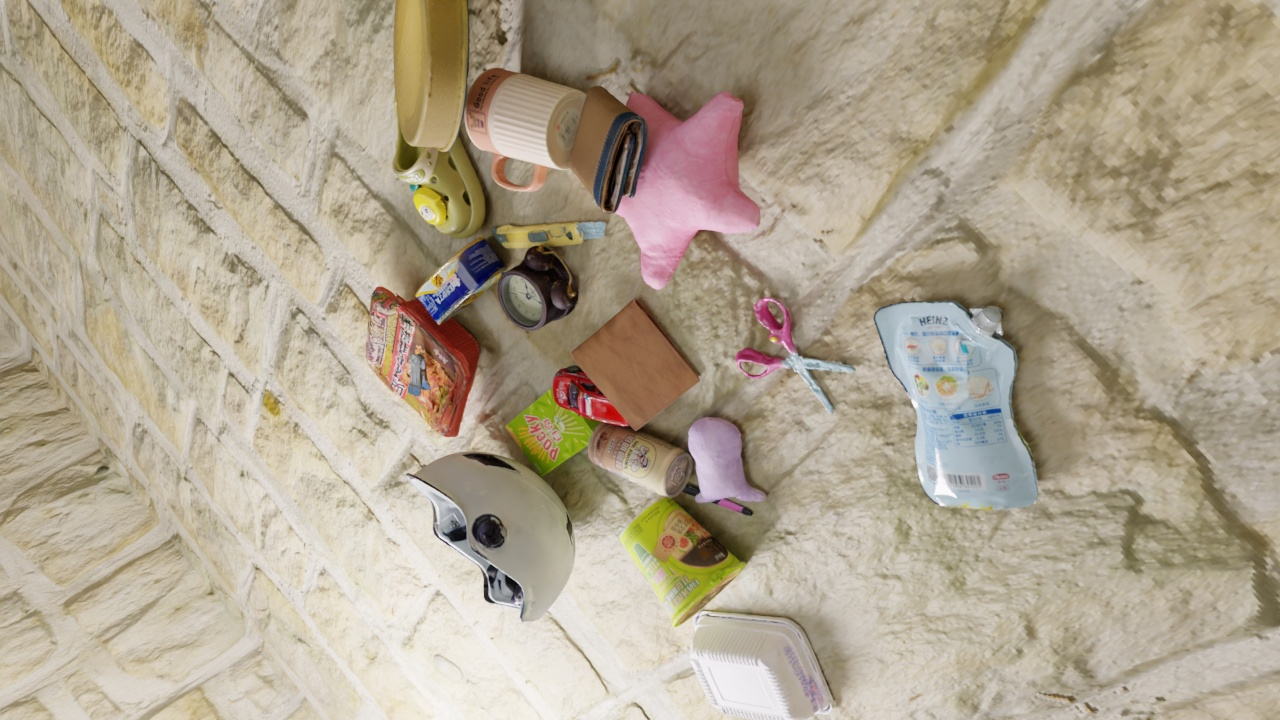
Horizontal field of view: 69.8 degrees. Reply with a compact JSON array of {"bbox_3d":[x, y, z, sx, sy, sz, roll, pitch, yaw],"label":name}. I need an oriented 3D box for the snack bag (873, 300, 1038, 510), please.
[{"bbox_3d":[0.271,0.037,0.784,0.110,0.038,0.191,2,116,48],"label":"snack bag"}]

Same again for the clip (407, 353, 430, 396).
[{"bbox_3d":[-0.287,0.017,1.187,0.027,0.045,0.058,20,117,29],"label":"clip"}]

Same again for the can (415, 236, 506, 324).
[{"bbox_3d":[-0.220,-0.096,1.123,0.049,0.074,0.149,54,140,-5],"label":"can"}]

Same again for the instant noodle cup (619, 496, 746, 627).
[{"bbox_3d":[0.041,0.229,1.078,0.123,0.111,0.112,48,139,19],"label":"instant noodle cup"}]

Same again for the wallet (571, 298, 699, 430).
[{"bbox_3d":[-0.006,0.006,1.005,0.101,0.020,0.115,-38,90,23],"label":"wallet"}]

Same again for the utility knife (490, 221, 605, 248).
[{"bbox_3d":[-0.104,-0.143,1.032,0.188,0.020,0.031,0,122,38],"label":"utility knife"}]

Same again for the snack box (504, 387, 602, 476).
[{"bbox_3d":[-0.110,0.087,1.177,0.086,0.026,0.157,55,139,1],"label":"snack box"}]

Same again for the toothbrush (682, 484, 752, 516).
[{"bbox_3d":[0.048,0.151,1.081,0.189,0.017,0.014,17,125,33],"label":"toothbrush"}]

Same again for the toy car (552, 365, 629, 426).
[{"bbox_3d":[-0.051,0.043,1.069,0.121,0.045,0.053,14,121,24],"label":"toy car"}]

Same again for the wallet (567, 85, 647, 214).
[{"bbox_3d":[-0.033,-0.196,0.845,0.115,0.033,0.090,55,133,53],"label":"wallet"}]

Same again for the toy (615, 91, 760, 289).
[{"bbox_3d":[0.031,-0.175,0.840,0.195,0.074,0.178,-32,81,46],"label":"toy"}]

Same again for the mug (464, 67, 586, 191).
[{"bbox_3d":[-0.113,-0.227,0.922,0.106,0.081,0.115,22,108,29],"label":"mug"}]

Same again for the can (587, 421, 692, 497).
[{"bbox_3d":[-0.001,0.113,1.069,0.116,0.058,0.059,20,129,32],"label":"can"}]

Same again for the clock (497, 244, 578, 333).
[{"bbox_3d":[-0.113,-0.083,1.045,0.082,0.055,0.122,54,137,0],"label":"clock"}]

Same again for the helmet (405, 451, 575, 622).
[{"bbox_3d":[-0.181,0.214,1.226,0.258,0.145,0.229,54,157,-4],"label":"helmet"}]

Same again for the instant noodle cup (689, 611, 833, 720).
[{"bbox_3d":[0.135,0.382,1.122,0.174,0.060,0.138,-12,108,45],"label":"instant noodle cup"}]

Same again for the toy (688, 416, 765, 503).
[{"bbox_3d":[0.088,0.110,1.001,0.084,0.038,0.108,-4,111,25],"label":"toy"}]

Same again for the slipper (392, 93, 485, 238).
[{"bbox_3d":[-0.250,-0.226,1.061,0.092,0.081,0.190,0,114,46],"label":"slipper"}]

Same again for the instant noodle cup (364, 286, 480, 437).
[{"bbox_3d":[-0.286,-0.004,1.240,0.189,0.078,0.165,41,137,15],"label":"instant noodle cup"}]

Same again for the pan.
[{"bbox_3d":[-0.169,-0.347,0.865,0.358,0.078,0.197,130,131,-57],"label":"pan"}]

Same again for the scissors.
[{"bbox_3d":[0.144,0.001,0.895,0.131,0.017,0.133,-31,97,46],"label":"scissors"}]
